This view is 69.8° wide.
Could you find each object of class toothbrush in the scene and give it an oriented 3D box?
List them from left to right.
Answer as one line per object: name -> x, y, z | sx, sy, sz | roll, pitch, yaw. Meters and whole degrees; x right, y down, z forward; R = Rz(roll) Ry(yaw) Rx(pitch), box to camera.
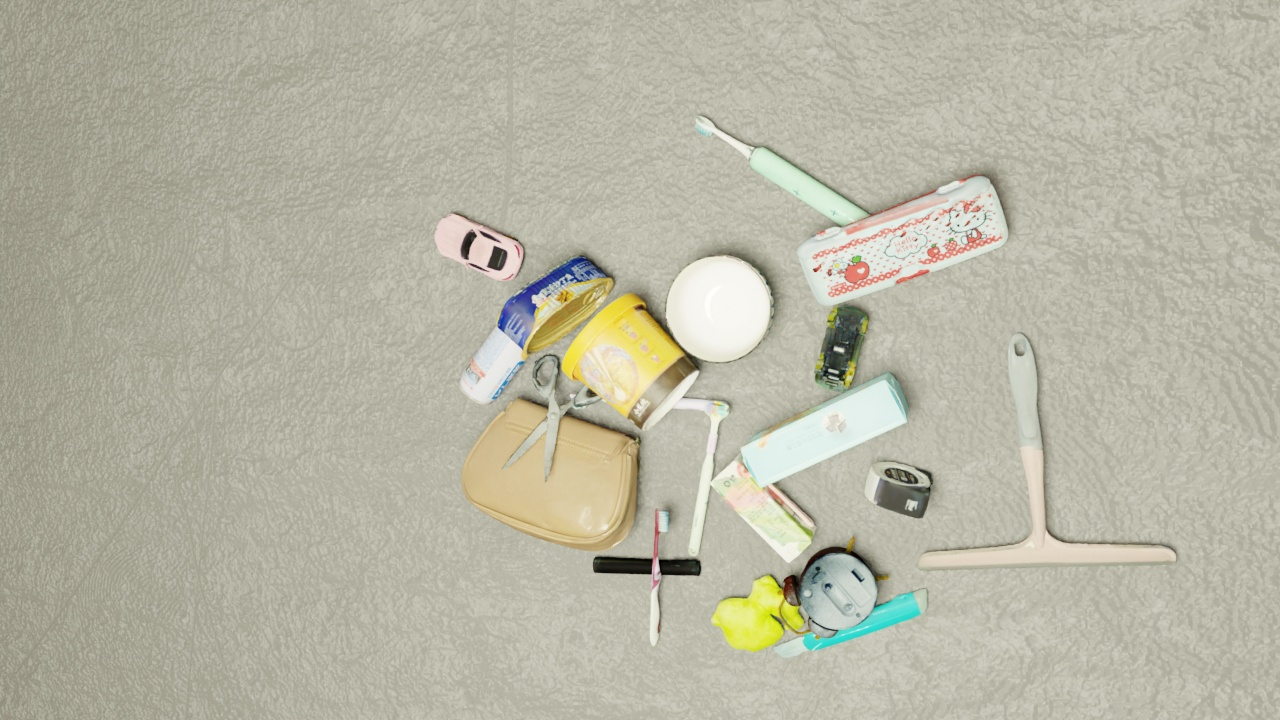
toothbrush -> 0.009, 0.050, 1.068 | 0.189, 0.029, 0.021 | 2, 59, 18
toothbrush -> 0.022, 0.256, 1.071 | 0.017, 0.016, 0.188 | 4, 111, 5
toothbrush -> 0.074, 0.138, 1.050 | 0.029, 0.020, 0.190 | 12, 106, 16
toothbrush -> 0.150, -0.202, 0.986 | 0.224, 0.026, 0.027 | 36, 151, 11

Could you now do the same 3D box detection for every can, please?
can -> -0.162, -0.011, 1.100 | 0.053, 0.053, 0.135 | 42, 107, 10
can -> -0.095, -0.064, 1.028 | 0.049, 0.147, 0.075 | 41, 139, 12

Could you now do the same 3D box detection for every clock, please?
clock -> 0.204, 0.253, 1.000 | 0.122, 0.055, 0.082 | -42, 85, 10

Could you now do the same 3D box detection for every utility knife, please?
utility knife -> 0.234, 0.296, 1.023 | 0.187, 0.013, 0.029 | -26, 86, 18

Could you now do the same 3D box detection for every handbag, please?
handbag -> -0.098, 0.136, 1.073 | 0.205, 0.100, 0.147 | 18, 75, 17

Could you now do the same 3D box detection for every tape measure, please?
tape measure -> 0.271, 0.134, 0.964 | 0.066, 0.065, 0.034 | 16, 109, 17

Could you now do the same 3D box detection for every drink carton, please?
drink carton -> 0.139, 0.161, 1.019 | 0.122, 0.053, 0.046 | 45, 107, 8

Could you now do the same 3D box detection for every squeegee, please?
squeegee -> 0.397, 0.097, 0.932 | 0.248, 0.040, 0.249 | -6, 94, 20

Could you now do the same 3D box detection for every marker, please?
marker -> 0.006, 0.245, 1.091 | 0.132, 0.020, 0.022 | -2, 139, 19

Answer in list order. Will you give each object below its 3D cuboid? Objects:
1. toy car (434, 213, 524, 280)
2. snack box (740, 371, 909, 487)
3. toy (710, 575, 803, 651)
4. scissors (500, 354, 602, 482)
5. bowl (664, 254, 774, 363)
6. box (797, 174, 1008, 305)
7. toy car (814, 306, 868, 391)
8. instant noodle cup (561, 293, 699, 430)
toy car -> -0.197, -0.137, 1.107 | 0.122, 0.037, 0.056 | 25, 102, 16
snack box -> 0.197, 0.073, 0.978 | 0.175, 0.074, 0.051 | -28, 86, 19
toy -> 0.135, 0.294, 1.048 | 0.097, 0.031, 0.100 | 25, 103, 12
scissors -> -0.098, 0.058, 1.055 | 0.177, 0.014, 0.159 | -26, 52, -14
bowl -> 0.091, -0.058, 1.002 | 0.116, 0.066, 0.116 | 2, 98, 18
box -> 0.263, -0.121, 0.932 | 0.201, 0.046, 0.086 | -20, 122, 20
toy car -> 0.215, -0.013, 0.981 | 0.043, 0.036, 0.091 | 17, 102, 17
instant noodle cup -> -0.006, 0.006, 1.014 | 0.114, 0.118, 0.119 | 42, 107, 11
